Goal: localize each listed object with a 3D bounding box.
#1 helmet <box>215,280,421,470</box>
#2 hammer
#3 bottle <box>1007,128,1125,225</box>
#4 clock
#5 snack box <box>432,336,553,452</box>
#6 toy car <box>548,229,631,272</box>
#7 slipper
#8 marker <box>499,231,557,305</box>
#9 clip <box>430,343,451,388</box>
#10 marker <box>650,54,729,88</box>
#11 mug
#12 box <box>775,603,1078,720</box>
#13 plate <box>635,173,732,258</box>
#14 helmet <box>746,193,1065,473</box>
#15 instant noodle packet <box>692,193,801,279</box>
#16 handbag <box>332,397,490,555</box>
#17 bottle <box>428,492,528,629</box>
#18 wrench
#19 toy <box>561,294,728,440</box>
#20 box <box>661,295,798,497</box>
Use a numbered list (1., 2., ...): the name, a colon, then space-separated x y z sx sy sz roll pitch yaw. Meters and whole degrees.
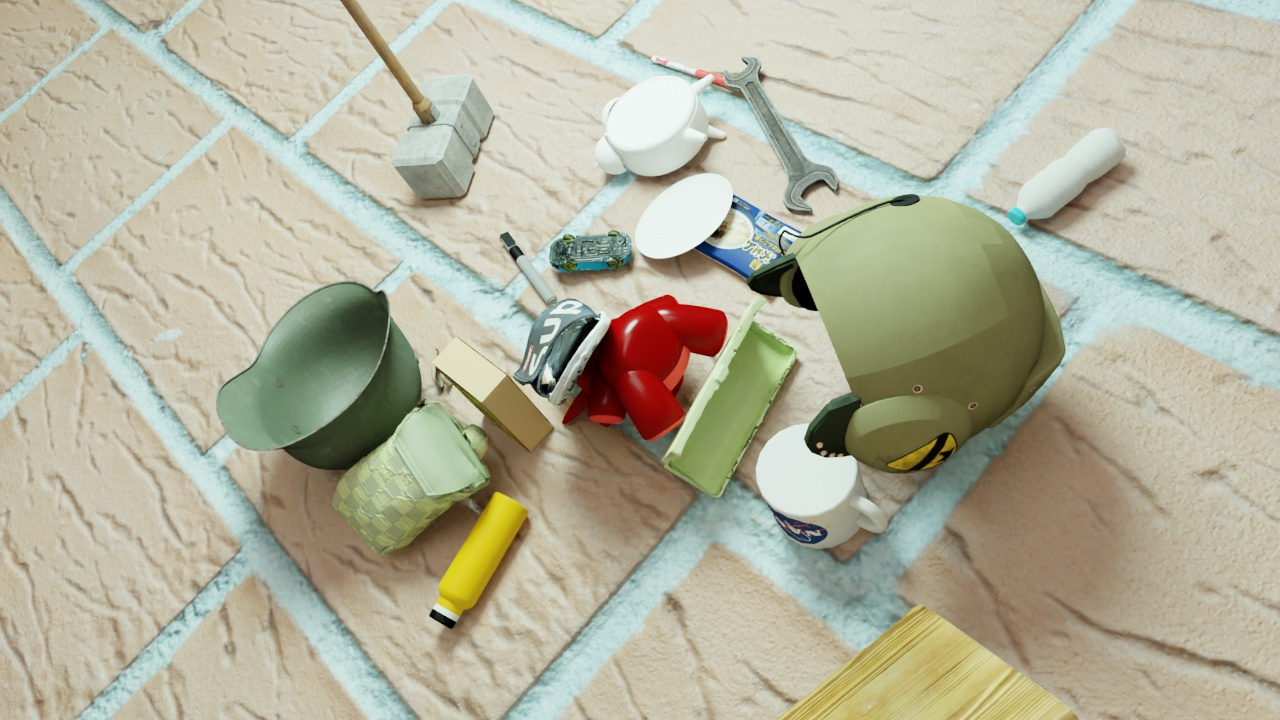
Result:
1. helmet: -0.348 0.028 1.075 0.227 0.154 0.267 -30 48 4
2. hammer: -0.314 -0.374 1.200 0.083 0.318 0.162 1 61 21
3. bottle: 0.446 -0.190 0.968 0.136 0.044 0.044 -38 55 -3
4. clock: 0.023 -0.297 1.187 0.161 0.073 0.125 -7 59 25
5. snack box: -0.162 0.039 1.015 0.088 0.126 0.040 34 76 33
6. toy car: -0.060 -0.131 1.135 0.105 0.032 0.048 -5 59 12
7. slipper: -0.086 -0.019 0.962 0.063 0.264 0.111 32 94 -8
8. marker: -0.143 -0.117 1.168 0.016 0.016 0.140 -36 55 -3
9. clip: -0.241 0.005 1.131 0.049 0.026 0.061 -41 48 -11
10. marker: 0.068 -0.398 1.256 0.142 0.013 0.012 30 74 32
11. mug: 0.175 0.125 0.857 0.121 0.090 0.091 25 72 31
12. box: 0.239 0.414 0.634 0.279 0.286 0.336 -36 93 -4
13. plate: 0.054 -0.173 1.113 0.135 0.011 0.134 -22 44 23
14. helmet: 0.238 -0.023 0.807 0.233 0.256 0.250 -22 57 11
15. instant noodle packet: 0.127 -0.138 1.071 0.134 0.026 0.087 37 82 34
16. handbag: -0.243 0.127 1.010 0.187 0.116 0.113 -39 80 24
17. bottle: -0.173 0.212 0.968 0.043 0.043 0.143 20 69 29
18. wrench: 0.169 -0.288 1.145 0.070 0.010 0.273 -24 58 5
19. toy: -0.006 0.006 0.979 0.158 0.120 0.198 -62 19 -17
20. box: 0.098 0.041 0.929 0.082 0.098 0.187 31 75 -3
